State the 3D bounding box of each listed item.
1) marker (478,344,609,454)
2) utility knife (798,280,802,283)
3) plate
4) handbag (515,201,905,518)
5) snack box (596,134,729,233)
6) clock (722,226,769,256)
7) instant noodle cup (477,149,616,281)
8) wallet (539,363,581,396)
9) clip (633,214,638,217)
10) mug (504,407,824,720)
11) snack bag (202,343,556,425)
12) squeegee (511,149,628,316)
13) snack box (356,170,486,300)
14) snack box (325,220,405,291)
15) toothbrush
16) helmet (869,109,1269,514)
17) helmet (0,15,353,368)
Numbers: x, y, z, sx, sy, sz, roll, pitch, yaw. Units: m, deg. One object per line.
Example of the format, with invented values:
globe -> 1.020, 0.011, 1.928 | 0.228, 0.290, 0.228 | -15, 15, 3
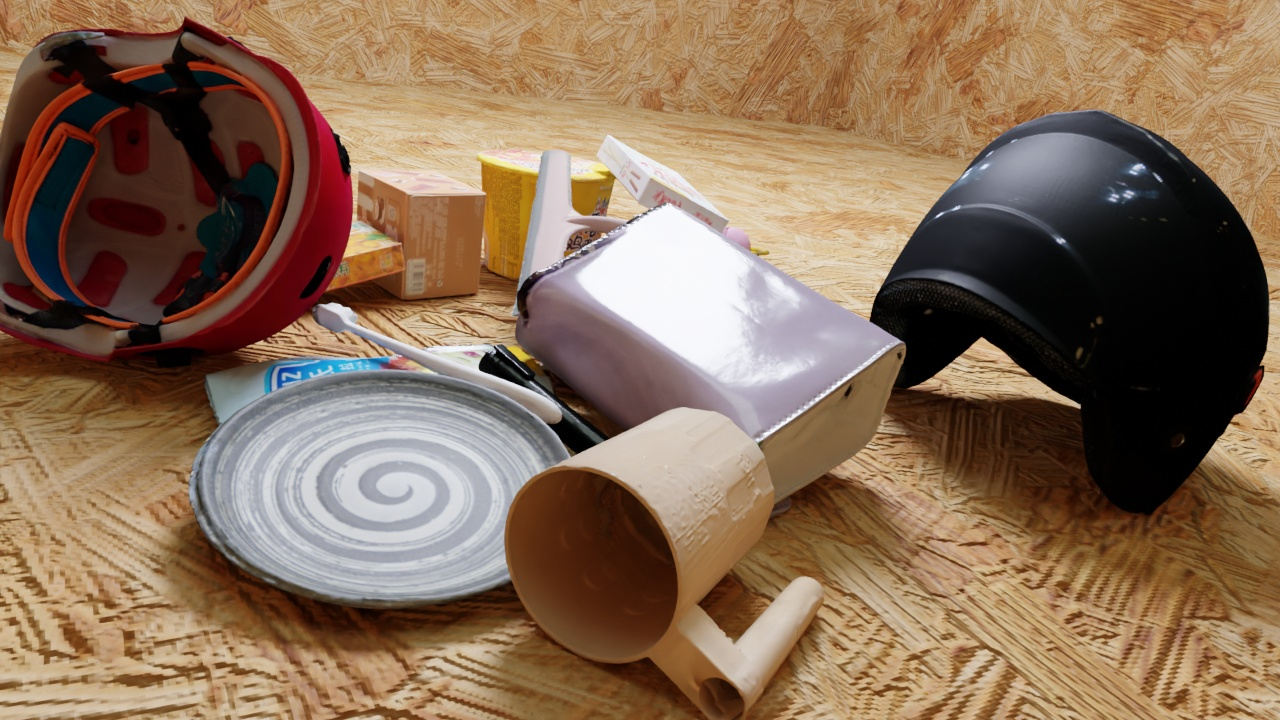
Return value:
marker -> -0.042, 0.035, 0.524 | 0.132, 0.022, 0.020 | 37, 16, 24
utility knife -> 0.079, -0.108, 1.025 | 0.217, 0.013, 0.029 | 14, 19, 23
plate -> -0.120, 0.060, 0.446 | 0.179, 0.024, 0.179 | 11, 29, -6
handbag -> 0.036, -0.002, 0.560 | 0.144, 0.099, 0.197 | -24, 47, -39
snack box -> 0.017, -0.159, 0.840 | 0.084, 0.027, 0.156 | 24, 17, -26
clock -> 0.047, -0.103, 0.896 | 0.158, 0.060, 0.117 | 0, 10, -8
instant noodle cup -> -0.095, -0.141, 0.904 | 0.138, 0.110, 0.138 | 7, 21, -3
wallet -> -0.004, 0.004, 0.664 | 0.124, 0.032, 0.101 | 9, 22, 4
clip -> 0.021, -0.110, 0.999 | 0.034, 0.093, 0.103 | -15, 66, -50
mug -> 0.019, 0.084, 0.400 | 0.124, 0.084, 0.103 | 42, 29, 15
snack bag -> -0.152, 0.021, 0.547 | 0.190, 0.039, 0.110 | -5, 36, -31
squeegee -> 0.030, -0.084, 0.762 | 0.249, 0.040, 0.247 | 19, 37, -16
snack box -> -0.196, -0.113, 0.811 | 0.076, 0.093, 0.094 | -10, 27, -40
snack box -> -0.276, -0.074, 0.730 | 0.155, 0.027, 0.077 | -22, 34, -35
toothbrush -> -0.121, 0.000, 0.541 | 0.180, 0.016, 0.016 | 22, 26, 20
helmet -> 0.308, -0.037, 0.647 | 0.274, 0.230, 0.233 | 18, 12, -40
helmet -> -0.277, -0.094, 0.587 | 0.240, 0.207, 0.144 | 5, -6, 13
